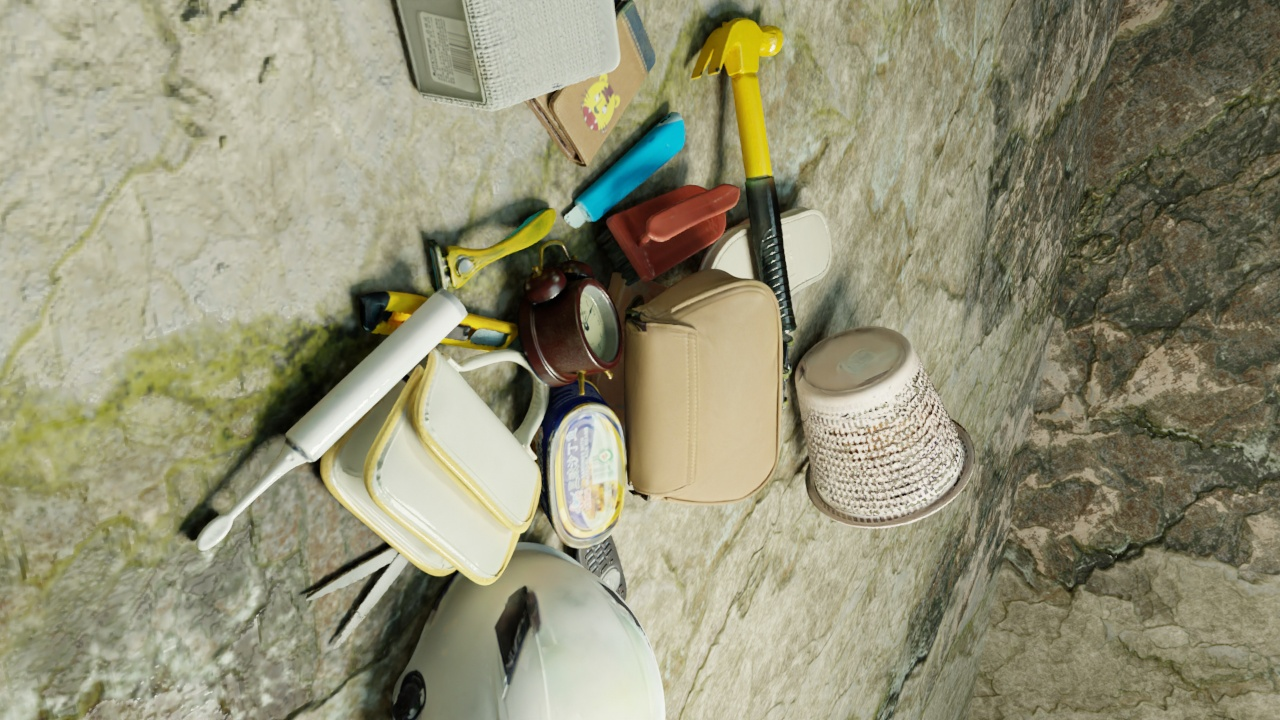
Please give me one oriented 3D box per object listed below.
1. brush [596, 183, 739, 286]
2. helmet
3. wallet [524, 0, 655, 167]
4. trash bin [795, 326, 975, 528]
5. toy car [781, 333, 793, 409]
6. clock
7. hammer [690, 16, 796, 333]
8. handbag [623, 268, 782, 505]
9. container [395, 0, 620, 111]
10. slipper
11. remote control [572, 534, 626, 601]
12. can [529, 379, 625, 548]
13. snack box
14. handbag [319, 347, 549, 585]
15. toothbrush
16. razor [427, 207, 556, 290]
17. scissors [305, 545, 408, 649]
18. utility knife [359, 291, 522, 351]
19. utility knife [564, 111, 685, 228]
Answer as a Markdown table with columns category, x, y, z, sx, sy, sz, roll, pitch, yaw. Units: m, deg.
| category | x | y | z | sx | sy | sz | roll | pitch | yaw |
| --- | --- | --- | --- | --- | --- | --- | --- | --- | --- |
| brush | 0.034 | -0.121 | 0.813 | 0.145 | 0.069 | 0.063 | -33 | 91 | -45 |
| helmet | -0.070 | 0.286 | 0.737 | 0.228 | 0.146 | 0.258 | 6 | 86 | -38 |
| wallet | -0.037 | -0.222 | 0.714 | 0.115 | 0.033 | 0.090 | -59 | 145 | -14 |
| trash bin | 0.299 | 0.072 | 1.190 | 0.226 | 0.228 | 0.192 | -48 | 127 | -32 |
| toy car | 0.154 | 0.012 | 1.067 | 0.120 | 0.045 | 0.053 | -65 | 158 | -55 |
| clock | -0.058 | -0.036 | 0.728 | 0.081 | 0.055 | 0.122 | -30 | 106 | -64 |
| hammer | 0.114 | -0.174 | 0.882 | 0.128 | 0.033 | 0.301 | -21 | 104 | -48 |
| handbag | 0.049 | 0.025 | 0.803 | 0.147 | 0.100 | 0.205 | -10 | 108 | -30 |
| container | -0.087 | -0.218 | 0.593 | 0.114 | 0.090 | 0.090 | -37 | 132 | -37 |
| slipper | 0.124 | -0.097 | 0.963 | 0.273 | 0.055 | 0.114 | -33 | 114 | -47 |
| remote control | -0.043 | 0.205 | 0.904 | 0.053 | 0.024 | 0.136 | -48 | 140 | -35 |
| can | -0.053 | 0.090 | 0.787 | 0.074 | 0.049 | 0.148 | -11 | 121 | -20 |
| snack box | -0.005 | 0.005 | 0.838 | 0.084 | 0.026 | 0.157 | 14 | 93 | -32 |
| handbag | -0.125 | 0.058 | 0.674 | 0.178 | 0.063 | 0.163 | -62 | 139 | -28 |
| toothbrush | -0.196 | 0.035 | 0.587 | 0.027 | 0.026 | 0.220 | 47 | 68 | -13 |
| razor | -0.103 | -0.089 | 0.685 | 0.132 | 0.028 | 0.043 | -36 | 129 | -44 |
| scissors | -0.171 | 0.137 | 0.697 | 0.178 | 0.014 | 0.159 | 11 | 94 | -56 |
| utility knife | -0.130 | -0.024 | 0.676 | 0.192 | 0.015 | 0.033 | 10 | 114 | -56 |
| utility knife | -0.012 | -0.161 | 0.789 | 0.161 | 0.018 | 0.034 | -47 | 135 | -31 |
